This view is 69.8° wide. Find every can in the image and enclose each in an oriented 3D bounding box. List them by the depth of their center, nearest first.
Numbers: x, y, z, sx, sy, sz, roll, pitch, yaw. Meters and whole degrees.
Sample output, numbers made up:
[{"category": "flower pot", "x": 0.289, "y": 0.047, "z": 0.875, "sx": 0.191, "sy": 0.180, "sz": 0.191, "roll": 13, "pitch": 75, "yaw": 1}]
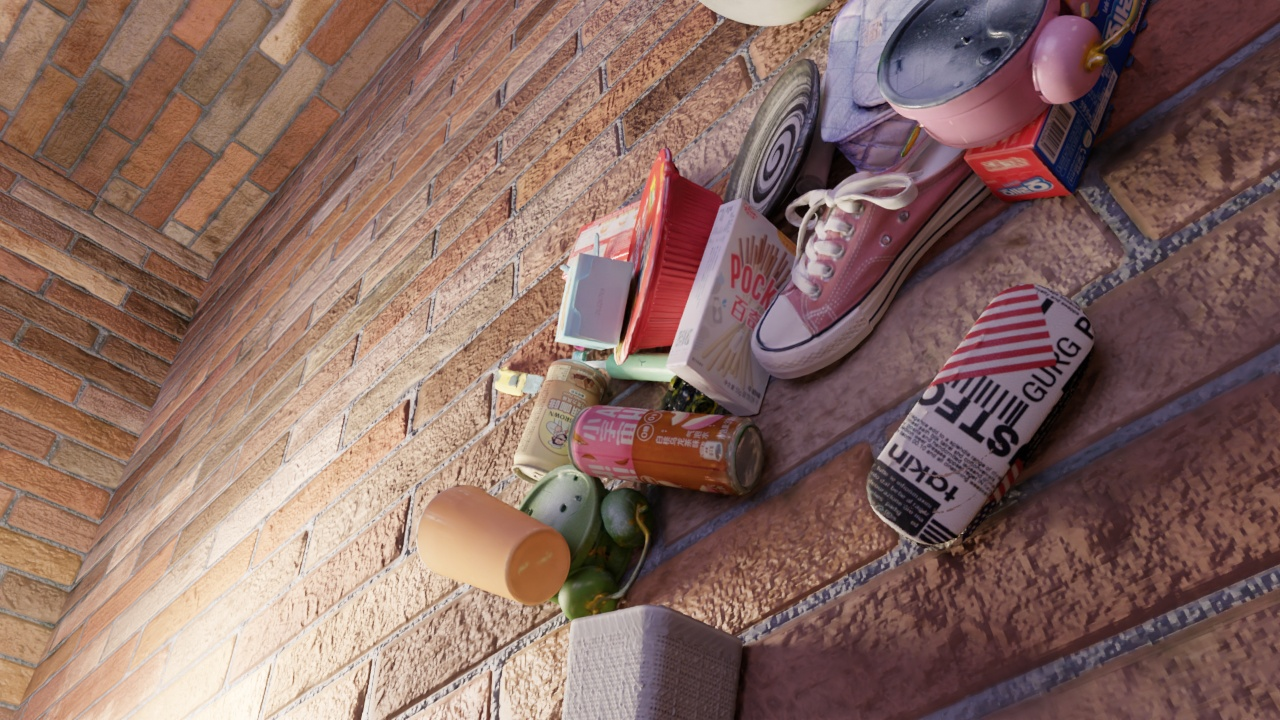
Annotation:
[{"category": "can", "x": 0.018, "y": 0.067, "z": 0.702, "sx": 0.147, "sy": 0.058, "sz": 0.057, "roll": 3, "pitch": 61, "yaw": 33}, {"category": "can", "x": -0.076, "y": 0.060, "z": 0.872, "sx": 0.059, "sy": 0.058, "sz": 0.116, "roll": -10, "pitch": 53, "yaw": 49}]

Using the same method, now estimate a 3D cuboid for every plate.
[{"category": "plate", "x": 0.121, "y": -0.184, "z": 0.832, "sx": 0.179, "sy": 0.024, "sz": 0.179, "roll": -162, "pitch": 91, "yaw": -78}]

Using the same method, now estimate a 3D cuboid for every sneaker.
[{"category": "sneaker", "x": 0.158, "y": -0.094, "z": 0.672, "sx": 0.241, "sy": 0.088, "sz": 0.118, "roll": -47, "pitch": 33, "yaw": 11}]

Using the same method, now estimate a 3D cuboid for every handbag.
[{"category": "handbag", "x": 0.217, "y": -0.252, "z": 0.753, "sx": 0.134, "sy": 0.075, "sz": 0.193, "roll": -24, "pitch": 44, "yaw": 42}]

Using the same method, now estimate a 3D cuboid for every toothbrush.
[{"category": "toothbrush", "x": 0.177, "y": -0.242, "z": 0.845, "sx": 0.026, "sy": 0.027, "sz": 0.220, "roll": 10, "pitch": 63, "yaw": 14}, {"category": "toothbrush", "x": -0.005, "y": 0.005, "z": 0.859, "sx": 0.225, "sy": 0.026, "sz": 0.027, "roll": 1, "pitch": 76, "yaw": 54}]

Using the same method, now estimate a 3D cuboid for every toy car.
[{"category": "toy car", "x": 0.032, "y": 0.055, "z": 0.757, "sx": 0.105, "sy": 0.032, "sz": 0.048, "roll": -60, "pitch": 35, "yaw": 15}]

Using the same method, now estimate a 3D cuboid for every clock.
[{"category": "clock", "x": 0.234, "y": -0.200, "z": 0.586, "sx": 0.159, "sy": 0.060, "sz": 0.117, "roll": -19, "pitch": 47, "yaw": 43}, {"category": "clock", "x": -0.048, "y": 0.151, "z": 0.752, "sx": 0.161, "sy": 0.056, "sz": 0.116, "roll": 6, "pitch": 67, "yaw": 55}]

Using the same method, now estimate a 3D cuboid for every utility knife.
[{"category": "utility knife", "x": -0.130, "y": 0.023, "z": 0.981, "sx": 0.221, "sy": 0.022, "sz": 0.031, "roll": 6, "pitch": 78, "yaw": 66}]

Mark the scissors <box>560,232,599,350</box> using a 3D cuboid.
[{"category": "scissors", "x": -0.052, "y": -0.070, "z": 0.978, "sx": 0.133, "sy": 0.017, "sz": 0.130, "roll": 34, "pitch": 102, "yaw": 42}]

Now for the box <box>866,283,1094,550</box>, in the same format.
[{"category": "box", "x": 0.202, "y": 0.038, "z": 0.538, "sx": 0.075, "sy": 0.083, "sz": 0.163, "roll": 34, "pitch": 88, "yaw": 22}]

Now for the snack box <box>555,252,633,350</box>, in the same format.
[{"category": "snack box", "x": -0.046, "y": -0.051, "z": 0.858, "sx": 0.175, "sy": 0.051, "sz": 0.074, "roll": 178, "pitch": 102, "yaw": -82}]

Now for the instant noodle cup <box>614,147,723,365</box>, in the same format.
[{"category": "instant noodle cup", "x": 0.027, "y": -0.085, "z": 0.811, "sx": 0.194, "sy": 0.066, "sz": 0.194, "roll": -170, "pitch": 91, "yaw": -82}]

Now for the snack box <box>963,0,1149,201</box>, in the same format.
[{"category": "snack box", "x": 0.294, "y": -0.210, "z": 0.629, "sx": 0.058, "sy": 0.057, "sz": 0.207, "roll": 5, "pitch": 65, "yaw": 57}]

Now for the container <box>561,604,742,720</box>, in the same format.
[{"category": "container", "x": 0.004, "y": 0.228, "z": 0.582, "sx": 0.090, "sy": 0.090, "sz": 0.114, "roll": -24, "pitch": 46, "yaw": 40}]

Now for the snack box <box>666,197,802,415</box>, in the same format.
[{"category": "snack box", "x": 0.079, "y": -0.043, "z": 0.734, "sx": 0.027, "sy": 0.084, "sz": 0.156, "roll": -10, "pitch": 54, "yaw": 51}]

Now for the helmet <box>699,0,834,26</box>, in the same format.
[{"category": "helmet", "x": 0.161, "y": -0.447, "z": 0.937, "sx": 0.231, "sy": 0.157, "sz": 0.273, "roll": -9, "pitch": 43, "yaw": 52}]

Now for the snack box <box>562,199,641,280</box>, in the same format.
[{"category": "snack box", "x": -0.023, "y": -0.132, "z": 1.010, "sx": 0.153, "sy": 0.025, "sz": 0.075, "roll": -14, "pitch": 50, "yaw": 47}]

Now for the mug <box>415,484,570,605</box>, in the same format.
[{"category": "mug", "x": -0.113, "y": 0.148, "z": 0.722, "sx": 0.123, "sy": 0.078, "sz": 0.078, "roll": 8, "pitch": 68, "yaw": 50}]
